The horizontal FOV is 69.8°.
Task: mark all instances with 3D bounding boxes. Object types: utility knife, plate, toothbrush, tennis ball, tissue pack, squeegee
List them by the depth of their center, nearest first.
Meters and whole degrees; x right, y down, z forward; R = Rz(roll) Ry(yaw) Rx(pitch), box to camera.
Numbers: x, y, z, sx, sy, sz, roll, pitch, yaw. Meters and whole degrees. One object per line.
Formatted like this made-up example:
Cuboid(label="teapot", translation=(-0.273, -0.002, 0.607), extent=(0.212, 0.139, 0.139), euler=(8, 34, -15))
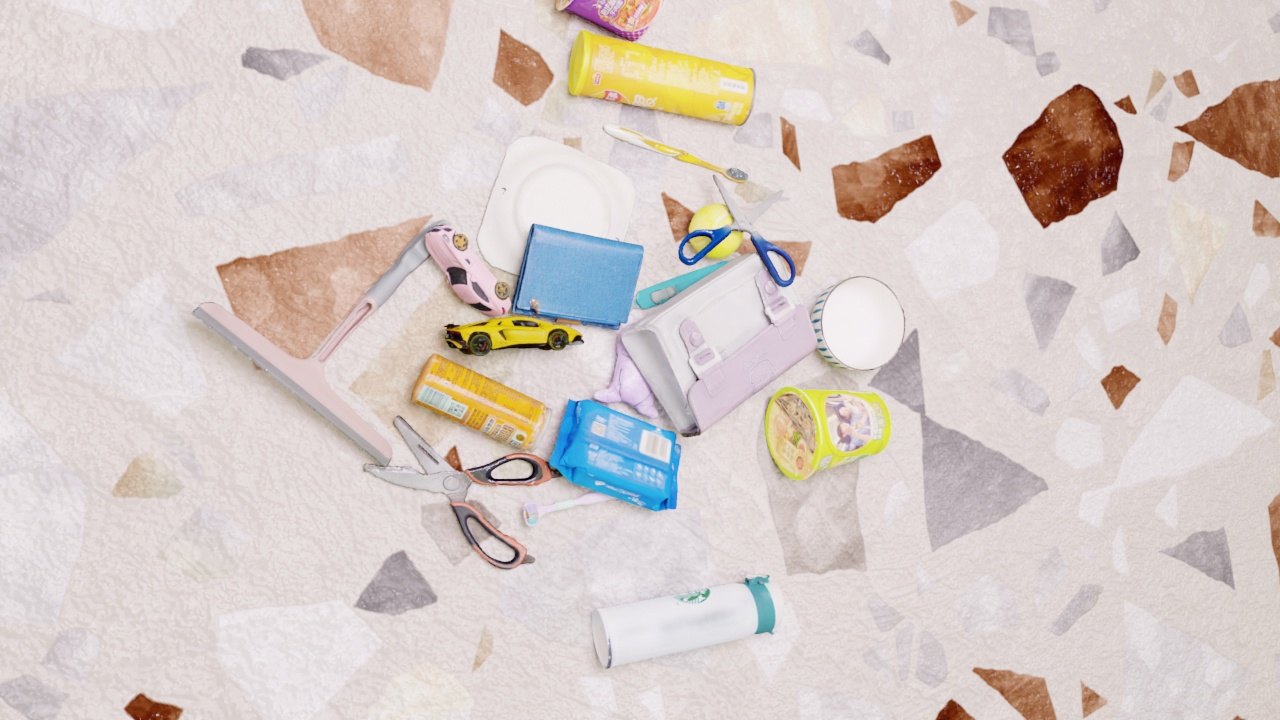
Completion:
Cuboid(label="squeegee", translation=(-0.288, -0.058, 0.978), extent=(0.247, 0.040, 0.249), euler=(46, 70, -24))
Cuboid(label="tissue pack", translation=(-0.025, 0.108, 1.039), extent=(0.157, 0.052, 0.094), euler=(22, 53, -17))
Cuboid(label="plate", translation=(-0.090, -0.166, 1.046), extent=(0.163, 0.034, 0.164), euler=(19, 83, -16))
Cuboid(label="toothbrush", translation=(-0.043, 0.156, 1.054), extent=(0.188, 0.021, 0.029), euler=(-11, 97, -24))
Cuboid(label="tennis ball", translation=(0.090, -0.153, 1.087), extent=(0.065, 0.065, 0.065), euler=(0, 89, -18))
Cuboid(label="utility knife", translation=(0.031, -0.081, 1.094), extent=(0.222, 0.013, 0.029), euler=(-20, 96, -17))
Cuboid(label="toothbrush", translation=(0.045, -0.249, 1.099), extent=(0.191, 0.018, 0.016), euler=(17, 82, -17))

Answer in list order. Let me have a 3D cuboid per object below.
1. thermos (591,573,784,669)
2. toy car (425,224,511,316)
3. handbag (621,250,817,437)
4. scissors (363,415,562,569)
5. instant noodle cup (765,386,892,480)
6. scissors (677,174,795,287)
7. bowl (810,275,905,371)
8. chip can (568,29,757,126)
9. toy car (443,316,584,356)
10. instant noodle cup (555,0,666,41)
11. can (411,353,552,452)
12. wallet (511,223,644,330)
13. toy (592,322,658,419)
Cuboid(label="thermos", translation=(0.059, 0.299, 1.067), extent=(0.224, 0.073, 0.073), euler=(-6, 91, -18))
Cuboid(label="toy car", translation=(-0.188, -0.093, 0.989), extent=(0.122, 0.056, 0.037), euler=(52, 57, -29))
Cuboid(label="handbag", translation=(0.098, -0.023, 1.046), extent=(0.196, 0.099, 0.145), euler=(-34, 103, -25))
Cuboid(label="scissors", translation=(-0.190, 0.145, 1.018), extent=(0.226, 0.015, 0.189), euler=(-8, 91, -17))
Cuboid(label="instant noodle cup", translation=(0.233, 0.082, 1.112), extent=(0.123, 0.112, 0.111), euler=(-4, 90, -26))
Cuboid(label="scissors", translation=(0.118, -0.145, 1.042), extent=(0.162, 0.012, 0.172), euler=(43, 61, 16))
Cuboid(label="bowl", translation=(0.261, -0.044, 1.139), extent=(0.116, 0.066, 0.116), euler=(1, 88, -17))
Cuboid(label="chip can", translation=(0.026, -0.327, 1.067), extent=(0.213, 0.072, 0.072), euler=(6, 87, -17))
Cuboid(label="toy car", translation=(-0.138, -0.027, 1.009), extent=(0.155, 0.071, 0.041), euler=(-2, 93, -20))
Cuboid(label="instant noodle cup", translation=(-0.026, -0.423, 1.038), extent=(0.099, 0.112, 0.111), euler=(25, 81, -23))
Cuboid(label="can", translation=(-0.173, 0.047, 1.002), extent=(0.146, 0.058, 0.058), euler=(26, 81, -16))
Cuboid(label="wallet", translation=(-0.070, -0.090, 1.024), extent=(0.133, 0.040, 0.106), euler=(9, 108, -21))
Cuboid(label="toy", translation=(-0.006, 0.006, 1.066), extent=(0.083, 0.039, 0.108), euler=(17, 83, -21))
